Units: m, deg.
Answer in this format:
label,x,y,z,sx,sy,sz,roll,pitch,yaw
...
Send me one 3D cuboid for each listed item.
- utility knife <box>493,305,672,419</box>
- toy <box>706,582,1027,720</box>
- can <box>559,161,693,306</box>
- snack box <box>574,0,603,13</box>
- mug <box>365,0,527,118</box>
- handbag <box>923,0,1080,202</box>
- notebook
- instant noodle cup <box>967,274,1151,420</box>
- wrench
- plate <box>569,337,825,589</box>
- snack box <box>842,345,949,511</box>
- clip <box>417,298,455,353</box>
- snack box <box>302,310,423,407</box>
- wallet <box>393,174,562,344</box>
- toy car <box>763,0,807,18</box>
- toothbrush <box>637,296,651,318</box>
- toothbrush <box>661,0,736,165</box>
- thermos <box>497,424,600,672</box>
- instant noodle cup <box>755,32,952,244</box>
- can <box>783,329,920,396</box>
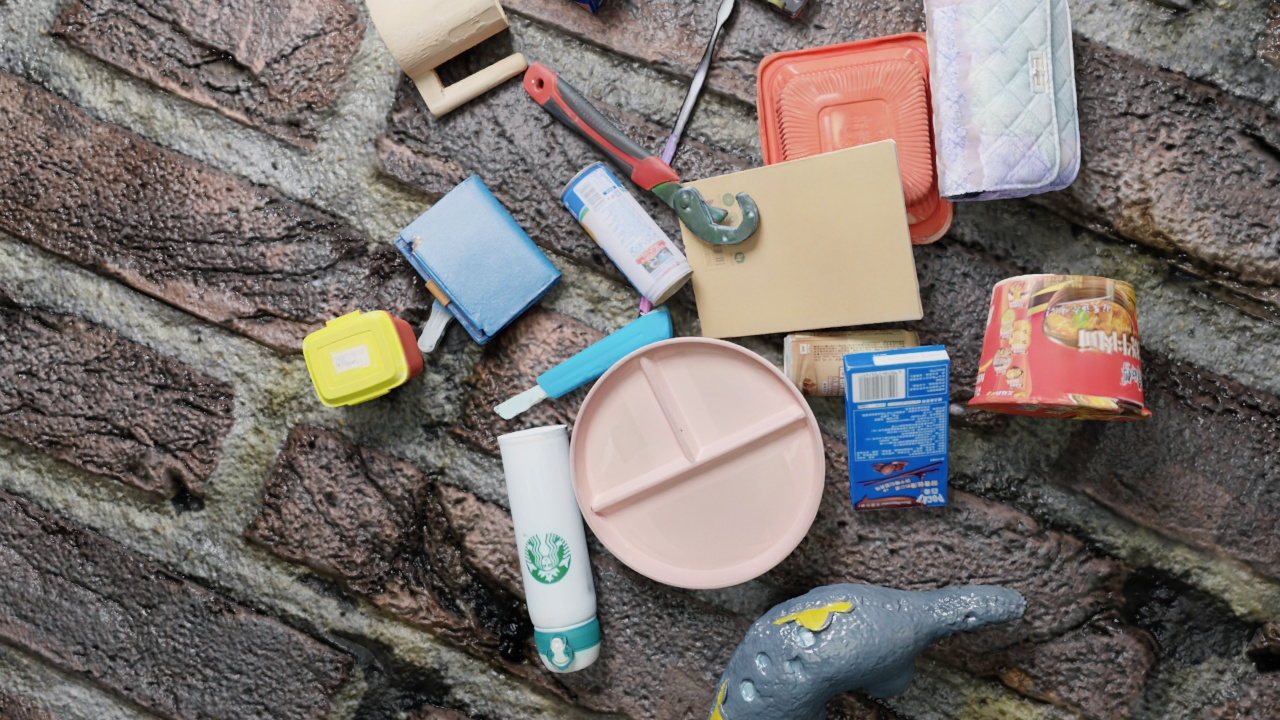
label,x,y,z,sx,sy,sz,roll,pitch,yaw
utility knife,-0.056,0.008,0.871,0.199,0.018,0.034,-28,79,14
toy,0.167,0.272,0.823,0.357,0.091,0.138,-33,100,10
can,-0.012,-0.116,0.843,0.053,0.053,0.134,-41,84,7
snack box,-0.113,-0.403,0.846,0.207,0.057,0.058,35,94,5
mug,-0.177,-0.305,0.853,0.103,0.084,0.125,-25,113,6
handbag,0.300,-0.233,0.764,0.134,0.076,0.194,-8,93,-26
notebook,0.130,-0.097,0.794,0.208,0.008,0.148,-5,103,35
instant noodle cup,0.349,-0.009,0.771,0.138,0.138,0.108,4,84,7
wrench,-0.007,-0.189,0.837,0.273,0.016,0.056,38,122,16
plate,0.049,0.092,0.826,0.230,0.028,0.229,1,97,12
snack box,0.224,0.062,0.803,0.084,0.026,0.157,-5,120,8
clip,-0.197,-0.033,0.894,0.025,0.031,0.057,24,87,3
snack box,-0.258,-0.004,0.870,0.091,0.080,0.082,-19,91,8
wallet,-0.155,-0.095,0.873,0.106,0.040,0.133,-41,86,-3
toy car,0.112,-0.346,0.829,0.090,0.035,0.042,34,95,5
toothbrush,-0.005,0.005,0.870,0.014,0.017,0.189,10,92,9
toothbrush,0.051,-0.252,0.855,0.014,0.016,0.189,25,99,17
thermos,-0.083,0.176,0.859,0.073,0.073,0.224,-10,91,8
instant noodle cup,0.187,-0.189,0.805,0.165,0.079,0.189,-7,97,12
can,0.188,0.002,0.823,0.116,0.058,0.058,-2,92,8
